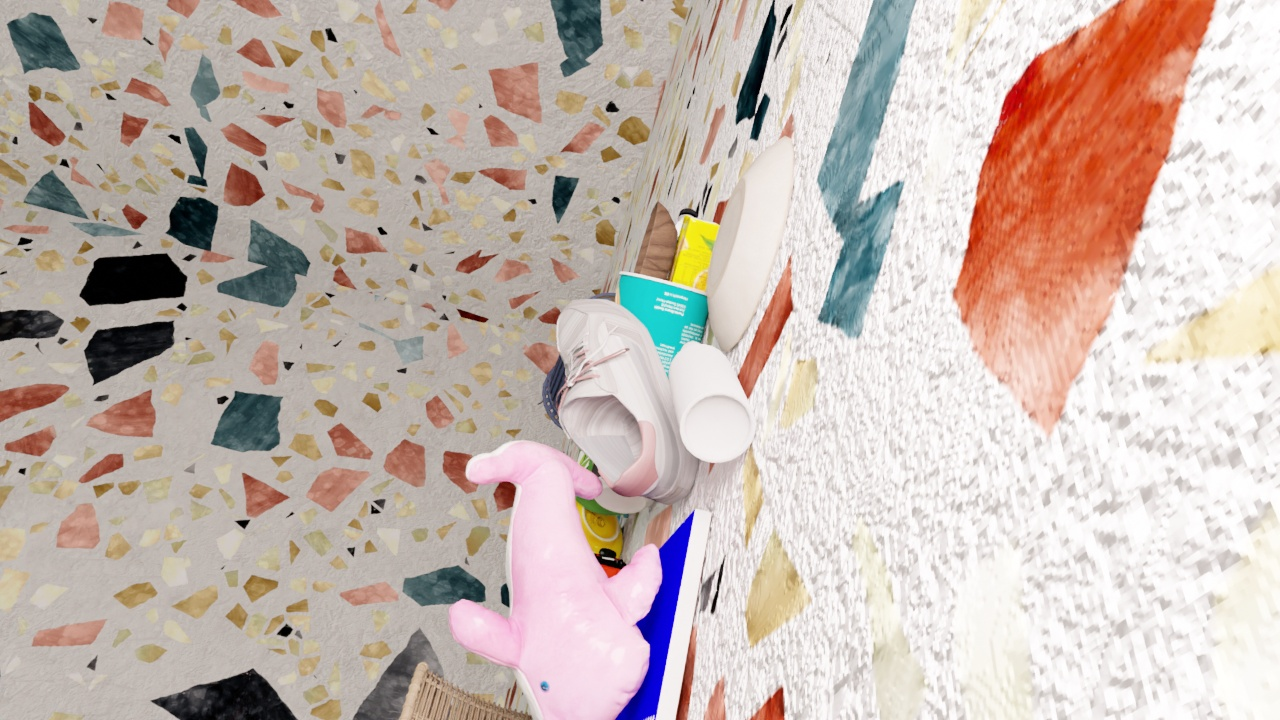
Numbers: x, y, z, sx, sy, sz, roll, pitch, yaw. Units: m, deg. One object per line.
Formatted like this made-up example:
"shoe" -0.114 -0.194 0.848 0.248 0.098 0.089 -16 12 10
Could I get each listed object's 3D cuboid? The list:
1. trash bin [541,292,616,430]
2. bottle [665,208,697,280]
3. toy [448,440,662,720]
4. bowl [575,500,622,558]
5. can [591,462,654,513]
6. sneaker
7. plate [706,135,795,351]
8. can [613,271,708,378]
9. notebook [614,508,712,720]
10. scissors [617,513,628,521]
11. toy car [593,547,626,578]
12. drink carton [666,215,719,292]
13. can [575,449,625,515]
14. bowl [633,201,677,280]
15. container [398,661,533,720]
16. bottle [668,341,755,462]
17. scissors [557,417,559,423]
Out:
"trash bin" -0.059 0.008 1.352 0.250 0.139 0.139 120 164 -63
"bottle" 0.051 -0.137 1.132 0.041 0.041 0.115 116 168 -62
"toy" -0.045 0.176 0.708 0.128 0.186 0.265 -31 59 30
"bowl" -0.067 0.206 1.102 0.068 0.117 0.117 -41 26 34
"can" -0.012 0.096 0.998 0.072 0.072 0.128 112 171 -51
"sneaker" -0.036 0.025 0.827 0.099 0.089 0.236 -49 52 24
"plate" 0.086 -0.101 0.786 0.189 0.027 0.188 -167 92 -84
"can" 0.009 -0.007 0.926 0.099 0.099 0.144 -149 74 -84
"notebook" 0.009 0.231 0.739 0.210 0.022 0.171 116 169 -61
"scissors" -0.025 0.185 1.187 0.118 0.015 0.139 113 164 -52
"toy car" -0.049 0.264 1.041 0.049 0.051 0.100 -120 46 -78
"drink carton" 0.051 -0.089 1.011 0.058 0.043 0.135 -106 31 -77
"can" -0.030 0.104 1.090 0.083 0.083 0.143 112 171 -49
"bowl" 0.017 -0.114 1.017 0.119 0.032 0.119 -167 92 -85
"container" -0.159 0.442 0.924 0.227 0.196 0.227 -167 92 -84
"bottle" 0.049 0.019 0.714 0.195 0.052 0.052 -97 22 -74
"scissors" -0.030 0.014 1.161 0.140 0.015 0.188 -50 -11 31
